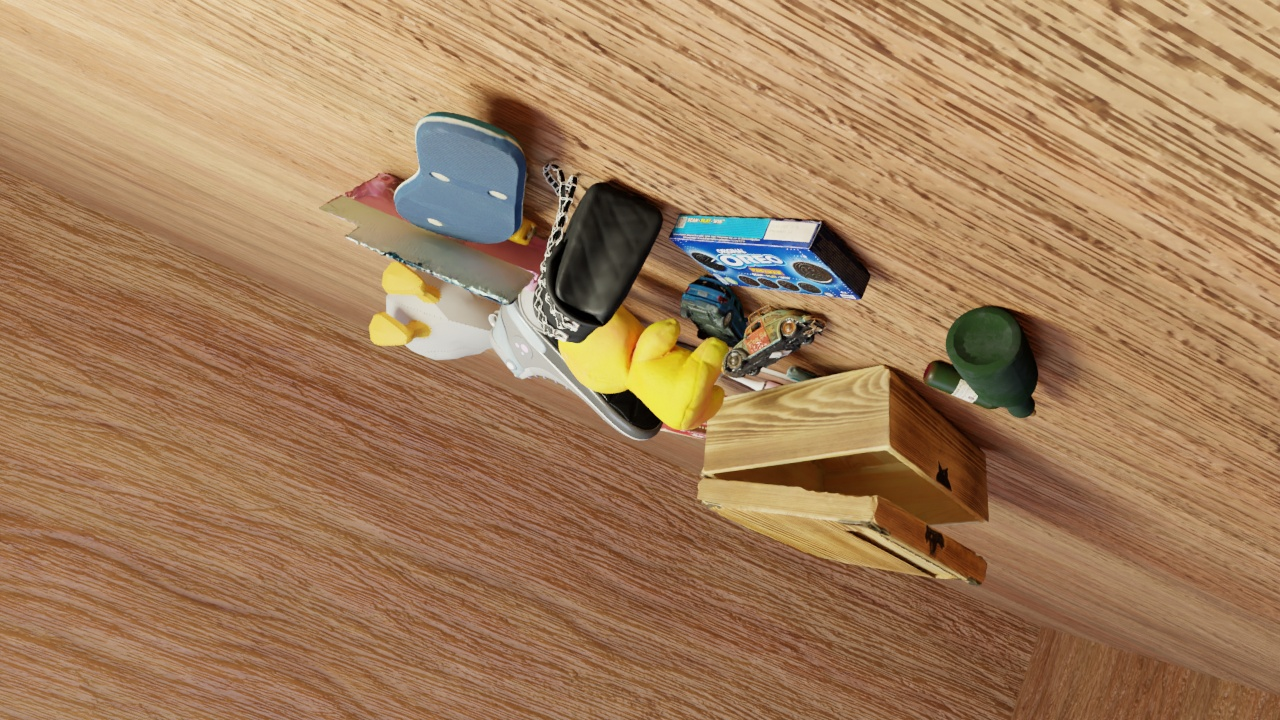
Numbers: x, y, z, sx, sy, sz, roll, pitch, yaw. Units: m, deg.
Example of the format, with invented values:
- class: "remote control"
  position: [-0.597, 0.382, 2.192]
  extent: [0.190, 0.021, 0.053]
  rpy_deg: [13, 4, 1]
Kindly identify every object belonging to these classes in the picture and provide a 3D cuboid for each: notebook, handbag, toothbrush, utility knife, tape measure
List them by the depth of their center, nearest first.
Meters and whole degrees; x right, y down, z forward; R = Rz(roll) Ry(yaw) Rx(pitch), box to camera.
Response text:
- class: "handbag"
  position: [-0.060, -0.085, 0.804]
  extent: [0.114, 0.125, 0.154]
  rpy_deg: [25, 170, -11]
- class: "tape measure"
  position: [-0.147, -0.147, 0.940]
  extent: [0.059, 0.030, 0.068]
  rpy_deg: [32, 174, -42]
- class: "utility knife"
  position: [0.252, 0.043, 1.113]
  extent: [0.169, 0.015, 0.022]
  rpy_deg: [22, 170, -11]
- class: "toothbrush"
  position: [0.188, 0.049, 1.179]
  extent: [0.222, 0.026, 0.027]
  rpy_deg: [21, 141, 8]
- class: "notebook"
  position: [0.216, 0.053, 1.249]
  extent: [0.141, 0.008, 0.209]
  rpy_deg: [19, 169, 24]

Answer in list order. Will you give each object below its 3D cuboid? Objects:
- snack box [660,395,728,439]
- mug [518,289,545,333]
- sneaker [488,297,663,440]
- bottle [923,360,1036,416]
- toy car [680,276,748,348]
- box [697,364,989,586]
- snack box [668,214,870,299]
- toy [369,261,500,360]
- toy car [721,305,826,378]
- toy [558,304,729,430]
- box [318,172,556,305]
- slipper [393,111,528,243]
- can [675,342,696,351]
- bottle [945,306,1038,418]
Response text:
- class: "snack box"
  position: [0.154, 0.091, 1.262]
  extent: [0.236, 0.060, 0.113]
  rpy_deg: [12, 172, -9]
- class: "mug"
  position: [-0.085, -0.062, 1.055]
  extent: [0.113, 0.084, 0.071]
  rpy_deg: [63, 160, -6]
- class: "sneaker"
  position: [-0.090, 0.018, 1.167]
  extent: [0.256, 0.092, 0.161]
  rpy_deg: [48, 141, 1]
- class: "bottle"
  position: [0.317, 0.029, 0.856]
  extent: [0.106, 0.025, 0.025]
  rpy_deg: [22, 170, 5]
- class: "toy car"
  position: [0.080, -0.046, 0.932]
  extent: [0.056, 0.043, 0.120]
  rpy_deg: [18, 167, 25]
- class: "box"
  position: [0.232, 0.150, 1.066]
  extent: [0.248, 0.175, 0.279]
  rpy_deg: [-12, 151, 38]
- class: "snack box"
  position: [0.100, -0.084, 0.735]
  extent: [0.082, 0.027, 0.150]
  rpy_deg: [32, 166, -40]
- class: "toy"
  position: [-0.293, -0.074, 1.381]
  extent: [0.247, 0.141, 0.267]
  rpy_deg: [18, -174, 17]
- class: "toy car"
  position: [0.126, -0.024, 0.900]
  extent: [0.112, 0.047, 0.047]
  rpy_deg: [-32, 151, 24]
- class: "toy"
  position: [-0.006, 0.006, 0.965]
  extent: [0.194, 0.087, 0.135]
  rpy_deg: [27, 151, 11]
- class: "box"
  position: [-0.208, -0.121, 0.949]
  extent: [0.230, 0.035, 0.159]
  rpy_deg: [22, -150, 5]
- class: "slipper"
  position: [-0.149, -0.163, 0.798]
  extent: [0.118, 0.060, 0.295]
  rpy_deg: [21, 168, -12]
- class: "can"
  position: [0.065, 0.009, 1.259]
  extent: [0.086, 0.043, 0.086]
  rpy_deg: [24, 169, 4]
- class: "bottle"
  position: [0.295, 0.014, 0.743]
  extent: [0.055, 0.055, 0.174]
  rpy_deg: [16, 169, 36]
